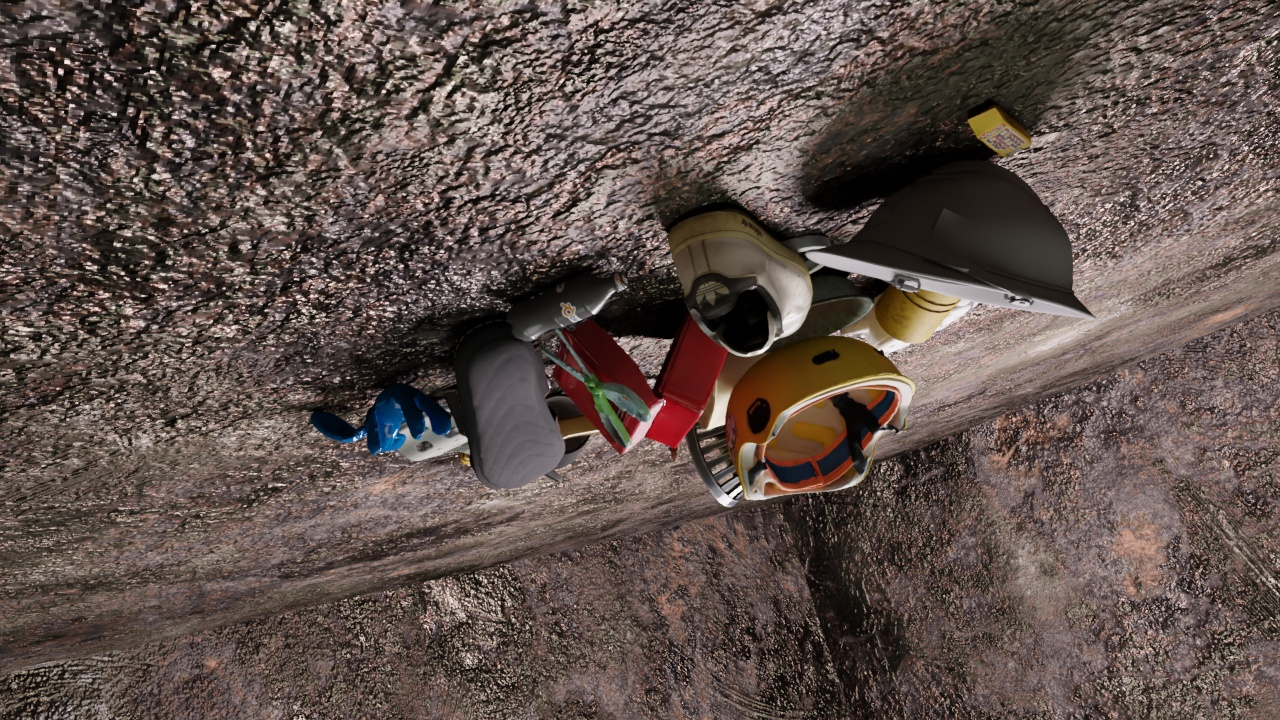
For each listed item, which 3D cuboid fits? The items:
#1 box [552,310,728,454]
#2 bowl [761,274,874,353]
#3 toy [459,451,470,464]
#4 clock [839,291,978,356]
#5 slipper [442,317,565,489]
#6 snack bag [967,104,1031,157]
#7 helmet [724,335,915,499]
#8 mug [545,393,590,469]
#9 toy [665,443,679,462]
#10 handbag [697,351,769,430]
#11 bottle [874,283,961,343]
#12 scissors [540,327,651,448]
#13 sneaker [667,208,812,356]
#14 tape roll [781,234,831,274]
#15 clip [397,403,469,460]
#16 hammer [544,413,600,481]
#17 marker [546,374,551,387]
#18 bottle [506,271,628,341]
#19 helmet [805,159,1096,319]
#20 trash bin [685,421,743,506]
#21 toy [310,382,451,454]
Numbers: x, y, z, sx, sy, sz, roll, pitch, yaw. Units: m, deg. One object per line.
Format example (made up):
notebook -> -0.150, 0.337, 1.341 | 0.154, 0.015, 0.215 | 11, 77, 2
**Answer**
box -> 0.022, 0.008, 0.973 | 0.168, 0.154, 0.157 | -34, 170, -19
bowl -> 0.178, -0.055, 1.022 | 0.157, 0.038, 0.157 | -15, 165, -4
toy -> -0.196, 0.121, 1.245 | 0.103, 0.046, 0.084 | -1, 165, -35
clock -> 0.330, -0.053, 1.090 | 0.161, 0.073, 0.125 | -31, 167, 24
slipper -> -0.138, 0.043, 0.930 | 0.113, 0.075, 0.268 | -27, 145, -15
snack bag -> 0.287, -0.181, 0.729 | 0.026, 0.020, 0.099 | -28, 161, 33
helmet -> 0.195, 0.046, 1.070 | 0.208, 0.139, 0.241 | -2, 138, -28
mug -> -0.124, 0.087, 1.164 | 0.113, 0.078, 0.088 | 14, 158, -8
toy -> 0.020, 0.096, 1.278 | 0.071, 0.103, 0.090 | -25, 170, 32
handbag -> 0.131, 0.027, 1.180 | 0.119, 0.081, 0.111 | -10, 141, -15
bottle -> 0.309, -0.090, 0.943 | 0.071, 0.071, 0.164 | -11, 151, -20
scissors -> -0.044, 0.022, 0.889 | 0.022, 0.171, 0.174 | -41, -151, -15
sneaker -> 0.103, -0.047, 0.816 | 0.089, 0.102, 0.241 | -21, 157, 22
tape roll -> 0.141, -0.095, 0.893 | 0.093, 0.013, 0.093 | -15, 165, -4
clip -> -0.215, 0.080, 1.069 | 0.125, 0.072, 0.142 | -24, 156, 34
hammer -> -0.022, 0.069, 1.152 | 0.332, 0.118, 0.025 | -9, 169, -43
marker -> -0.143, 0.019, 0.992 | 0.016, 0.016, 0.140 | -24, 163, 26
bottle -> -0.062, -0.050, 0.794 | 0.110, 0.036, 0.036 | -21, 164, 17
helmet -> 0.281, -0.114, 0.795 | 0.271, 0.118, 0.183 | 11, -175, -19
trash bin -> 0.205, 0.103, 1.393 | 0.228, 0.164, 0.164 | -26, 162, 21
toy -> -0.258, 0.061, 0.929 | 0.112, 0.071, 0.177 | 1, 168, -41
